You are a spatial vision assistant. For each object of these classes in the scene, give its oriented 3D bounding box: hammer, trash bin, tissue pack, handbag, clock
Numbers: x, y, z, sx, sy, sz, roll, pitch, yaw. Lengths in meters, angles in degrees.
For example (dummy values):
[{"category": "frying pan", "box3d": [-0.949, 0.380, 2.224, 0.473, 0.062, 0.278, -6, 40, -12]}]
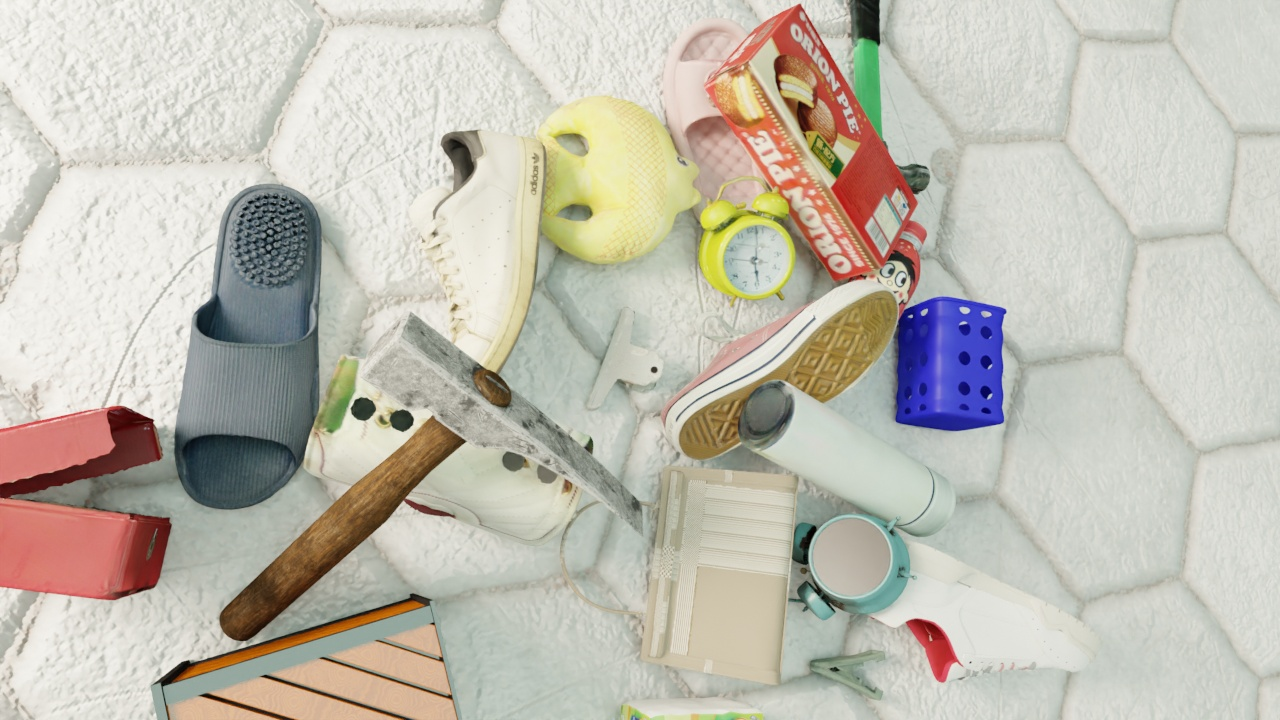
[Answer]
[{"category": "hammer", "box3d": [0.241, -0.337, 0.984, 0.130, 0.032, 0.318, 6, 76, -18]}, {"category": "trash bin", "box3d": [-0.220, 0.258, 0.636, 0.171, 0.140, 0.139, -13, 83, -21]}, {"category": "tissue pack", "box3d": [0.050, 0.368, 0.707, 0.120, 0.142, 0.197, -1, 79, -20]}, {"category": "handbag", "box3d": [0.029, 0.175, 0.791, 0.198, 0.062, 0.175, 11, 76, -12]}, {"category": "clock", "box3d": [0.177, 0.181, 0.818, 0.124, 0.053, 0.090, -18, 63, 18]}, {"category": "hammer", "box3d": [-0.169, 0.129, 0.647, 0.301, 0.037, 0.217, -41, 114, 21]}, {"category": "handbag", "box3d": [-0.147, 0.071, 0.703, 0.198, 0.142, 0.096, 21, 74, -13]}, {"category": "clock", "box3d": [0.097, -0.110, 0.846, 0.083, 0.057, 0.119, -11, 105, -8]}]

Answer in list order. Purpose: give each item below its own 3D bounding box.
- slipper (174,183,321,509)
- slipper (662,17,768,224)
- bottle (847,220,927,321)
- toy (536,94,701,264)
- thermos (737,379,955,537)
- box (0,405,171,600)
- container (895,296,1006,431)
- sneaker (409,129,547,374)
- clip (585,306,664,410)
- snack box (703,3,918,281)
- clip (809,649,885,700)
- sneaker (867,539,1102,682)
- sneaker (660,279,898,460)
[{"category": "slipper", "box3d": [-0.292, -0.019, 0.702, 0.101, 0.083, 0.263, 8, 76, -20]}, {"category": "slipper", "box3d": [0.080, -0.228, 0.890, 0.106, 0.056, 0.221, -3, 82, -18]}, {"category": "bottle", "box3d": [0.244, -0.081, 0.913, 0.062, 0.062, 0.137, 36, 70, -9]}, {"category": "toy", "box3d": [-0.020, -0.168, 0.841, 0.155, 0.065, 0.170, 1, 72, -6]}, {"category": "thermos", "box3d": [0.189, 0.092, 0.821, 0.230, 0.068, 0.067, 28, 70, -31]}, {"category": "box", "box3d": [-0.389, 0.106, 0.603, 0.137, 0.157, 0.127, -9, 86, -19]}, {"category": "container", "box3d": [0.304, 0.007, 0.904, 0.084, 0.085, 0.113, 9, 77, -17]}, {"category": "sneaker", "box3d": [-0.145, -0.090, 0.762, 0.102, 0.089, 0.241, 16, 69, -25]}, {"category": "clip", "box3d": [-0.007, 0.004, 0.823, 0.054, 0.044, 0.101, 20, 73, -1]}, {"category": "snack box", "box3d": [0.167, -0.201, 0.866, 0.236, 0.060, 0.112, 51, 53, -22]}, {"category": "clip", "box3d": [0.188, 0.284, 0.838, 0.075, 0.023, 0.061, 14, 73, -18]}, {"category": "sneaker", "box3d": [0.313, 0.256, 0.857, 0.236, 0.090, 0.104, 27, 80, -13]}, {"category": "sneaker", "box3d": [0.120, -0.001, 0.839, 0.241, 0.088, 0.118, -31, 123, -3]}]
